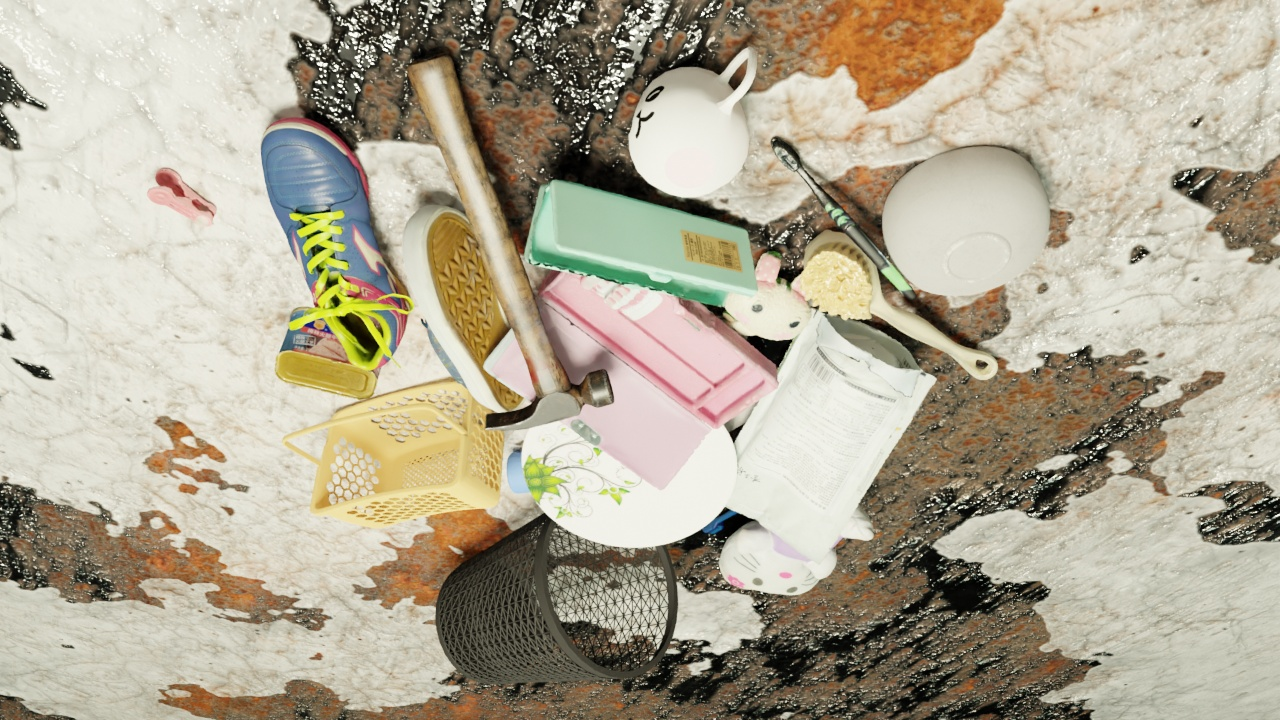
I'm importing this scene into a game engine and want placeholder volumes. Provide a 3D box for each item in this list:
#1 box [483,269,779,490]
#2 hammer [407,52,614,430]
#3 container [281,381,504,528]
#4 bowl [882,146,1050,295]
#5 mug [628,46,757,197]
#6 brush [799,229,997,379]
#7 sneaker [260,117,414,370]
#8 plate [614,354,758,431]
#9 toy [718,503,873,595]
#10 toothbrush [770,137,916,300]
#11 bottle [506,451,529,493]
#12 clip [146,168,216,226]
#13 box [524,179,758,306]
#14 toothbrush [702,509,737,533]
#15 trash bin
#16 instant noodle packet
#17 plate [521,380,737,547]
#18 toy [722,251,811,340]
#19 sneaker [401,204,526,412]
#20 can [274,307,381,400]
[{"bbox_3d":[-0.006,0.002,0.867,0.233,0.055,0.180,39,108,-23],"label":"box"},{"bbox_3d":[-0.123,-0.084,0.757,0.120,0.033,0.331,-16,120,2],"label":"hammer"},{"bbox_3d":[-0.251,0.092,0.951,0.184,0.129,0.167,-13,147,20],"label":"container"},{"bbox_3d":[0.271,-0.104,0.758,0.132,0.064,0.132,1,138,1],"label":"bowl"},{"bbox_3d":[0.046,-0.176,0.678,0.090,0.076,0.124,25,134,-24],"label":"mug"},{"bbox_3d":[0.246,-0.037,0.842,0.272,0.077,0.062,26,142,-32],"label":"brush"},{"bbox_3d":[-0.255,-0.088,0.780,0.116,0.090,0.242,-3,138,9],"label":"sneaker"},{"bbox_3d":[0.043,0.023,0.946,0.173,0.019,0.173,1,138,1],"label":"plate"},{"bbox_3d":[0.176,0.214,1.100,0.137,0.085,0.210,13,142,-12],"label":"toy"},{"bbox_3d":[0.169,-0.112,0.755,0.014,0.017,0.188,-37,110,28],"label":"toothbrush"},{"bbox_3d":[-0.083,0.121,1.041,0.131,0.048,0.048,-7,138,11],"label":"bottle"},{"bbox_3d":[-0.388,-0.133,0.779,0.022,0.035,0.057,-28,134,25],"label":"clip"},{"bbox_3d":[0.010,-0.092,0.738,0.188,0.079,0.077,12,98,-27],"label":"box"},{"bbox_3d":[0.143,0.168,1.108,0.017,0.016,0.190,23,135,-33],"label":"toothbrush"},{"bbox_3d":[-0.116,0.298,1.135,0.244,0.216,0.217,-27,131,37],"label":"trash bin"},{"bbox_3d":[0.176,0.083,0.932,0.147,0.057,0.270,33,128,13],"label":"instant noodle packet"},{"bbox_3d":[-0.012,0.108,0.987,0.229,0.030,0.230,2,123,3],"label":"plate"},{"bbox_3d":[0.115,-0.049,0.844,0.087,0.050,0.113,24,126,-22],"label":"toy"},{"bbox_3d":[-0.173,-0.041,0.843,0.079,0.087,0.236,13,142,27],"label":"sneaker"},{"bbox_3d":[-0.300,-0.006,0.899,0.099,0.058,0.054,14,137,-14],"label":"can"}]
